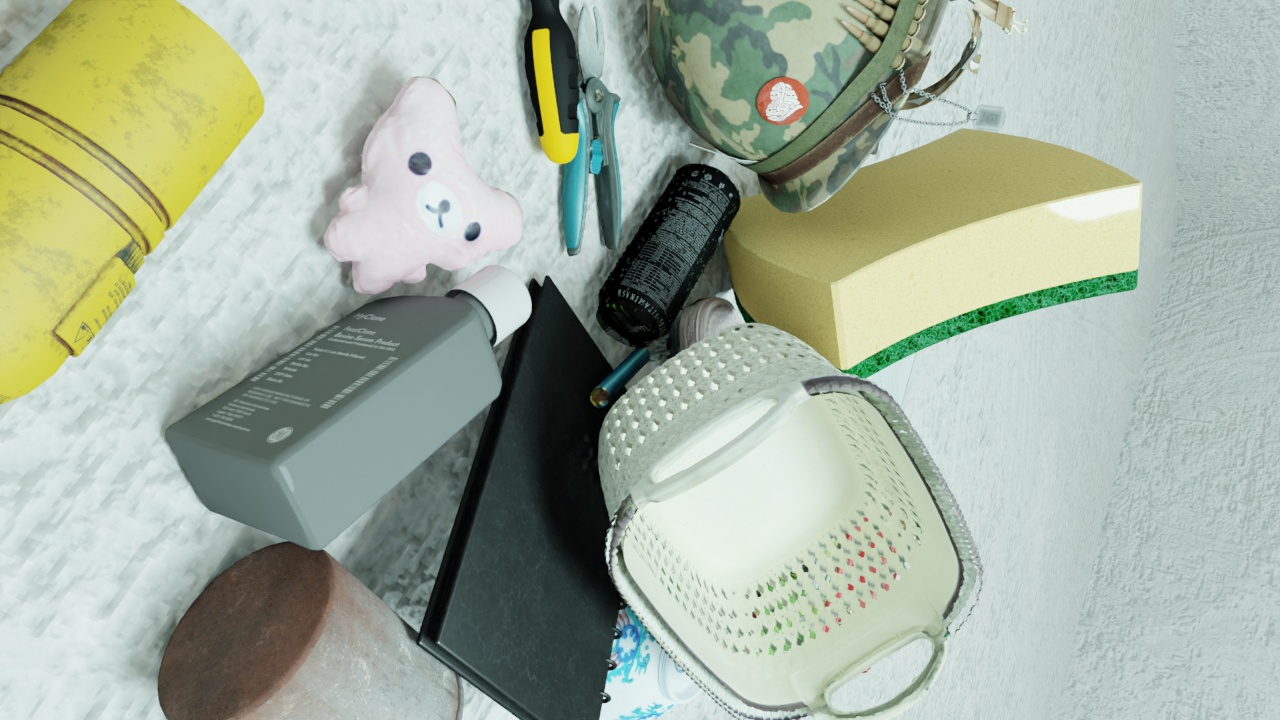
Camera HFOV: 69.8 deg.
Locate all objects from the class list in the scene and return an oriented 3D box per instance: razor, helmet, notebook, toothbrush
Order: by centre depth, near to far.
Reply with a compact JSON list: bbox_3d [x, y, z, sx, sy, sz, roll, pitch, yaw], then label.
[{"bbox_3d":[-0.054,-0.211,0.515,0.031,0.031,0.197,-44,131,-68],"label":"toothbrush"},{"bbox_3d":[-0.045,0.090,0.539,0.169,0.019,0.230,57,33,-43],"label":"notebook"},{"bbox_3d":[0.118,-0.207,0.603,0.235,0.193,0.224,-2,85,-27],"label":"helmet"},{"bbox_3d":[-0.004,0.004,0.619,0.143,0.022,0.042,-38,127,-64],"label":"razor"}]

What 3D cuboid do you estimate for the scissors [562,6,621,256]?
[{"bbox_3d":[-0.032,-0.134,0.569,0.130,0.019,0.150,52,57,-46],"label":"scissors"}]

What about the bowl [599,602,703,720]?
[{"bbox_3d":[0.007,0.196,0.645,0.143,0.074,0.144,-15,109,-52],"label":"bowl"}]

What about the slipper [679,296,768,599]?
[{"bbox_3d":[0.089,0.066,0.698,0.094,0.065,0.239,-19,99,-58],"label":"slipper"}]

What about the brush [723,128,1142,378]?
[{"bbox_3d":[0.195,-0.085,0.663,0.250,0.195,0.075,-18,118,-9],"label":"brush"}]

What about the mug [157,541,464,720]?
[{"bbox_3d":[-0.158,0.154,0.413,0.123,0.096,0.110,-35,125,-7],"label":"mug"}]

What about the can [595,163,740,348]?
[{"bbox_3d":[0.020,-0.074,0.623,0.137,0.054,0.054,-59,139,-27],"label":"can"}]

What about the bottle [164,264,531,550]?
[{"bbox_3d":[-0.117,0.009,0.429,0.173,0.084,0.046,-44,130,-41],"label":"bottle"}]

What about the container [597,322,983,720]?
[{"bbox_3d":[0.083,0.097,0.556,0.185,0.143,0.251,-33,123,5],"label":"container"}]

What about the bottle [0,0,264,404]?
[{"bbox_3d":[-0.204,-0.047,0.309,0.071,0.071,0.163,52,56,-45],"label":"bottle"}]

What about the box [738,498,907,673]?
[{"bbox_3d":[0.149,0.181,0.805,0.135,0.117,0.157,31,75,-54],"label":"box"}]

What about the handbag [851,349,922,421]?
[{"bbox_3d":[0.181,-0.046,0.819,0.142,0.096,0.198,30,73,-36],"label":"handbag"}]

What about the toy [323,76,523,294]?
[{"bbox_3d":[-0.110,-0.074,0.449,0.095,0.053,0.099,-47,130,-21],"label":"toy"}]

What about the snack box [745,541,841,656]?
[{"bbox_3d":[0.122,0.172,0.700,0.080,0.025,0.147,29,77,-61],"label":"snack box"}]
